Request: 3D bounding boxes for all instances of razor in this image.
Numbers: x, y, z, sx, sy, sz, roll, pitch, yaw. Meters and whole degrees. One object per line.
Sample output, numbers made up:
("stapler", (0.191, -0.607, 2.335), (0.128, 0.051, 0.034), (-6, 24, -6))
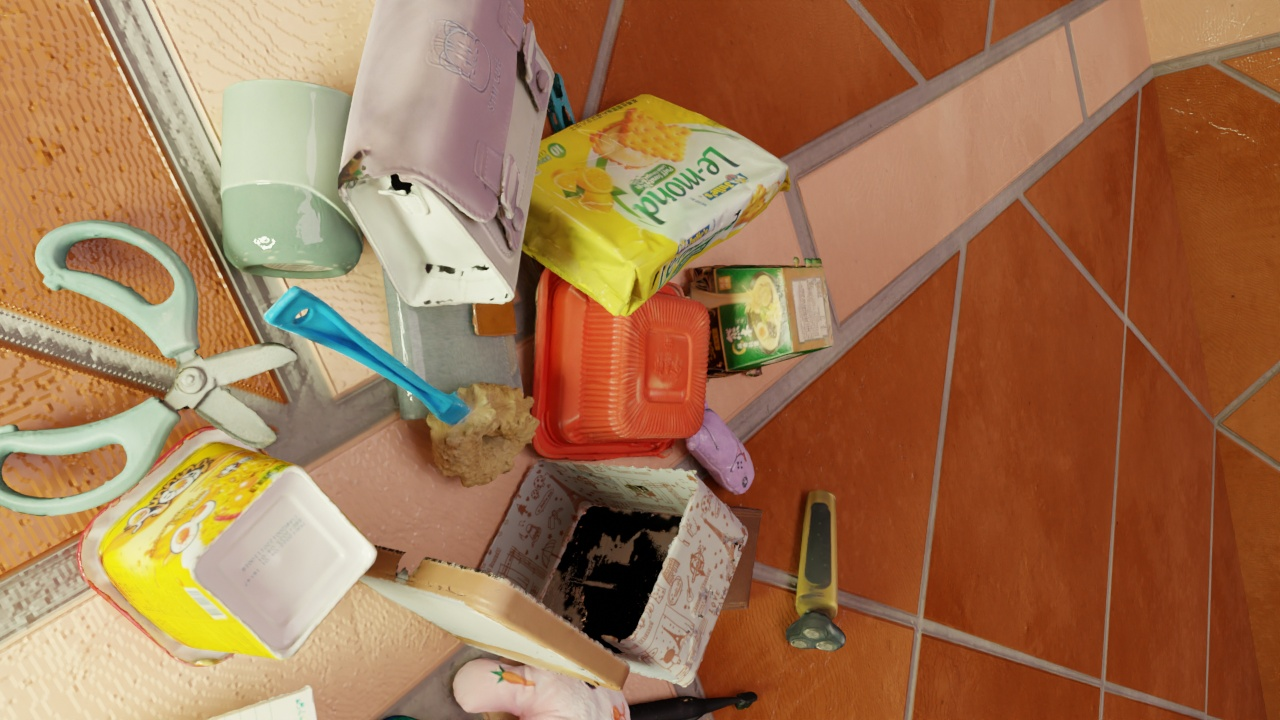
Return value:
("razor", (0.189, 0.222, 0.978), (0.067, 0.062, 0.167), (53, 40, -68))

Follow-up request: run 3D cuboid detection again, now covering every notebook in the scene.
("notebook", (-0.269, 0.281, 0.489), (0.208, 0.012, 0.150), (-11, 91, -32))

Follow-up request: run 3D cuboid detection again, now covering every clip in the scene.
("clip", (-0.069, -0.212, 0.769), (0.045, 0.014, 0.057), (-35, 110, -43))

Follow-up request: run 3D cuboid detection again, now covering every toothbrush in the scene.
("toothbrush", (0.040, 0.320, 0.837), (0.212, 0.026, 0.027), (13, 112, -46))

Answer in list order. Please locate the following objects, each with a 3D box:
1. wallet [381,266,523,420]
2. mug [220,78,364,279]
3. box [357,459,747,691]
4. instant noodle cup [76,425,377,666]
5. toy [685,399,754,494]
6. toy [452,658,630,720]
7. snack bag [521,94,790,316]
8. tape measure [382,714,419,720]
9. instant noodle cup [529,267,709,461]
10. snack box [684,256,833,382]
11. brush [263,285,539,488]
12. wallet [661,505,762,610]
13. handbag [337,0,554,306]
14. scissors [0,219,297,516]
("wallet", (-0.134, -0.028, 0.674), (0.106, 0.037, 0.130), (-10, 95, -45))
("mug", (-0.208, -0.107, 0.578), (0.111, 0.082, 0.106), (7, 80, -69))
("box", (-0.060, 0.127, 0.638), (0.197, 0.181, 0.157), (44, 59, -35))
("instant noodle cup", (-0.222, 0.106, 0.511), (0.116, 0.124, 0.116), (-52, 122, -35))
("toy", (0.075, 0.083, 0.880), (0.108, 0.039, 0.083), (48, 34, -31))
("toy", (-0.069, 0.277, 0.696), (0.159, 0.054, 0.121), (18, 48, -38))
("snack bag", (-0.001, -0.133, 0.747), (0.245, 0.158, 0.068), (-38, 154, -39))
("tape measure", (-0.165, 0.273, 0.629), (0.054, 0.025, 0.058), (38, 60, -38))
("instant noodle cup", (-0.005, 0.005, 0.775), (0.188, 0.079, 0.164), (4, 88, -50))
("snack box", (0.118, -0.041, 0.878), (0.118, 0.106, 0.117), (-9, 92, -48))
("brush", (-0.145, 0.018, 0.594), (0.083, 0.046, 0.254), (-44, 145, 0))
("wallet", (0.067, 0.188, 0.871), (0.124, 0.032, 0.101), (12, 82, -44))
("handbag", (-0.121, -0.154, 0.598), (0.145, 0.098, 0.196), (58, 32, -58))
("scissors", (-0.282, 0.015, 0.487), (0.170, 0.019, 0.181), (39, 76, 2))
